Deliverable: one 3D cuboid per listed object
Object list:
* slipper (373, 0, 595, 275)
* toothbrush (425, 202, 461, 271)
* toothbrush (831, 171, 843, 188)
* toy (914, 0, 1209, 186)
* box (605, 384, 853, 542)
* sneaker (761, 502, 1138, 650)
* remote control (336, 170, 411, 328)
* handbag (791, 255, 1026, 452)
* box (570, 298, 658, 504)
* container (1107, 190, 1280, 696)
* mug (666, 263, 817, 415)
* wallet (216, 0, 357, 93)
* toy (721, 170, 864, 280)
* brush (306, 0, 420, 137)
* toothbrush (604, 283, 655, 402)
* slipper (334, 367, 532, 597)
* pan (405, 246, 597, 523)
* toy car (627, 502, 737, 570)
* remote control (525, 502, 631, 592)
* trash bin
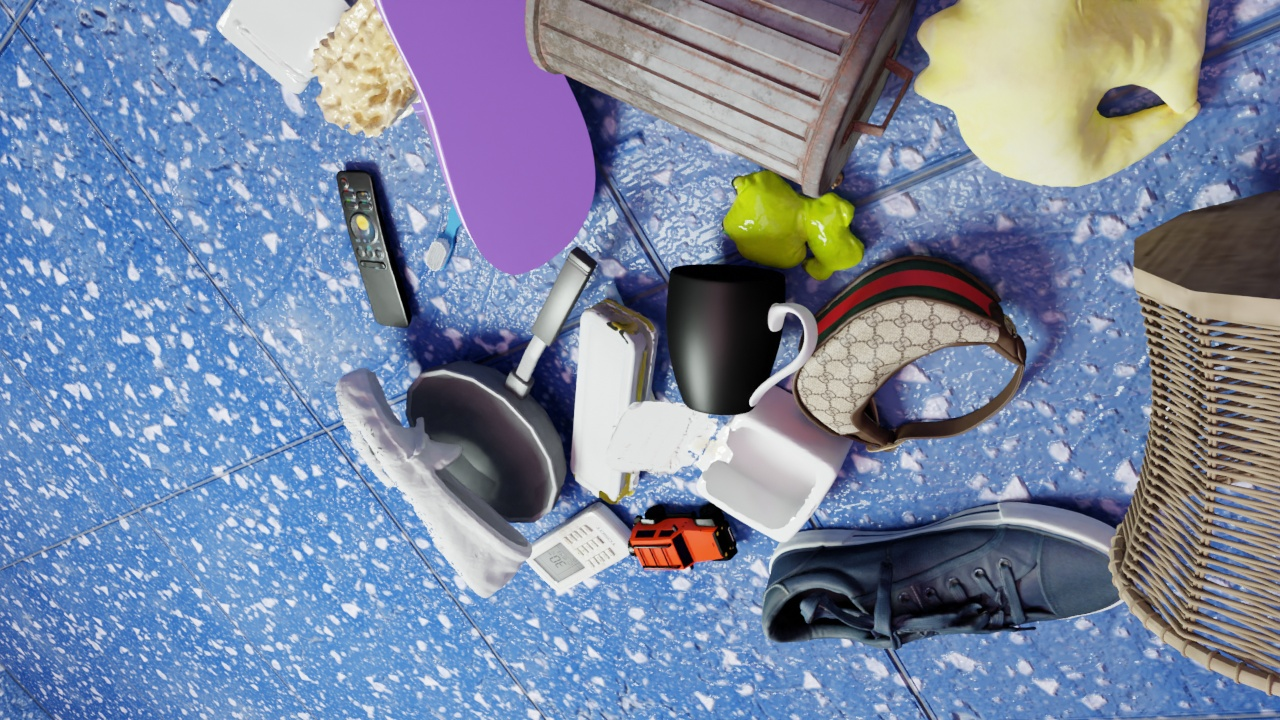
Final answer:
[{"bbox_3d":[-0.112,-0.186,0.635,0.084,0.107,0.267,53,169,38],"label":"slipper"},{"bbox_3d":[-0.149,-0.136,0.765,0.016,0.014,0.167,36,130,3],"label":"toothbrush"},{"bbox_3d":[0.069,-0.170,0.622,0.167,0.016,0.016,38,129,2],"label":"toothbrush"},{"bbox_3d":[0.228,-0.175,0.499,0.155,0.064,0.171,-3,124,9],"label":"toy"},{"bbox_3d":[0.070,0.069,0.743,0.190,0.083,0.111,19,129,-5],"label":"box"},{"bbox_3d":[0.221,0.185,0.709,0.295,0.127,0.121,-14,114,33],"label":"sneaker"},{"bbox_3d":[-0.241,-0.100,0.836,0.041,0.020,0.152,8,123,25],"label":"remote control"},{"bbox_3d":[0.187,0.009,0.653,0.138,0.063,0.167,36,132,-10],"label":"handbag"},{"bbox_3d":[-0.026,0.041,0.791,0.064,0.033,0.210,31,135,25],"label":"box"},{"bbox_3d":[0.362,0.028,0.471,0.227,0.226,0.196,-3,112,30],"label":"container"},{"bbox_3d":[0.072,-0.011,0.657,0.119,0.084,0.100,15,109,42],"label":"mug"},{"bbox_3d":[-0.277,-0.276,0.733,0.116,0.032,0.086,-27,116,36],"label":"wallet"},{"bbox_3d":[0.105,-0.093,0.641,0.094,0.036,0.094,-10,122,28],"label":"toy"},{"bbox_3d":[-0.147,-0.260,0.652,0.272,0.056,0.083,-32,101,39],"label":"brush"},{"bbox_3d":[-0.005,0.005,0.779,0.022,0.016,0.155,-135,24,-62],"label":"toothbrush"},{"bbox_3d":[-0.194,0.108,0.856,0.247,0.074,0.112,51,167,-5],"label":"slipper"},{"bbox_3d":[-0.108,0.023,0.809,0.178,0.041,0.358,39,137,5],"label":"pan"},{"bbox_3d":[0.037,0.166,0.843,0.100,0.048,0.051,-8,117,32],"label":"toy car"},{"bbox_3d":[-0.063,0.190,0.929,0.060,0.025,0.139,47,131,-7],"label":"remote control"},{"bbox_3d":[0.054,-0.191,0.542,0.211,0.130,0.131,27,130,12],"label":"trash bin"}]
